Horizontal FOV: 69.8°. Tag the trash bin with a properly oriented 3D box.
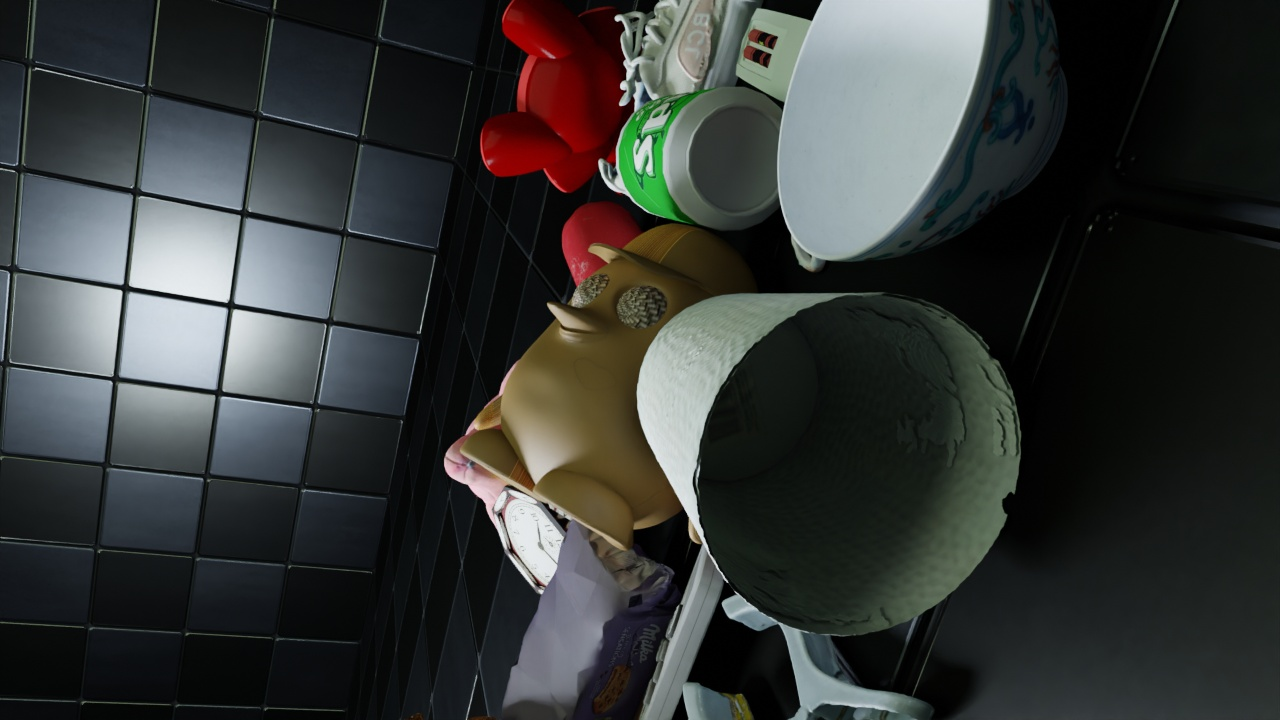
[{"bbox_3d":[0.066,0.028,0.420,0.161,0.133,0.133,-145,66,-74],"label":"trash bin"}]

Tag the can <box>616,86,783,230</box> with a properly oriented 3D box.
[{"bbox_3d":[0.040,-0.136,0.618,0.140,0.087,0.088,-143,64,-69],"label":"can"}]

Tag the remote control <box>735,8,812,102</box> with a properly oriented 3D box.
[{"bbox_3d":[0.095,-0.193,0.586,0.143,0.024,0.050,-119,42,-60],"label":"remote control"}]

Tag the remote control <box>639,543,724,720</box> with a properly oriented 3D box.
[{"bbox_3d":[0.024,0.179,0.576,0.074,0.019,0.151,-60,-12,-67],"label":"remote control"}]

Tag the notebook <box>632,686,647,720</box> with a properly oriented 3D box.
[{"bbox_3d":[-0.058,0.315,0.723,0.141,0.008,0.209,28,109,47],"label":"notebook"}]

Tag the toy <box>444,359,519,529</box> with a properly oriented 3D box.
[{"bbox_3d":[-0.140,0.092,0.956,0.236,0.097,0.192,-5,-81,-80],"label":"toy"}]

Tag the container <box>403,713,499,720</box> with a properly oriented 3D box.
[{"bbox_3d":[-0.145,0.393,0.670,0.184,0.161,0.250,-42,75,47],"label":"container"}]

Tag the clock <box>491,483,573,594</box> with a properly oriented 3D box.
[{"bbox_3d":[-0.050,0.134,0.744,0.155,0.064,0.114,-21,98,52],"label":"clock"}]

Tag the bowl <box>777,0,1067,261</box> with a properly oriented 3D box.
[{"bbox_3d":[0.125,-0.106,0.384,0.144,0.074,0.144,-171,91,-71],"label":"bowl"}]

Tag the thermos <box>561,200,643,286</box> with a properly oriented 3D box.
[{"bbox_3d":[-0.012,-0.058,0.753,0.239,0.073,0.073,-115,39,-57],"label":"thermos"}]

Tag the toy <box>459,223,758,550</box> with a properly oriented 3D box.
[{"bbox_3d":[-0.003,0.003,0.575,0.199,0.162,0.203,21,76,39],"label":"toy"}]

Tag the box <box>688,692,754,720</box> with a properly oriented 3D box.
[{"bbox_3d":[0.023,0.290,0.554,0.064,0.033,0.210,-110,35,-59],"label":"box"}]

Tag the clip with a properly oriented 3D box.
[{"bbox_3d":[0.083,0.145,0.448,0.127,0.028,0.167,-66,21,-10],"label":"clip"}]

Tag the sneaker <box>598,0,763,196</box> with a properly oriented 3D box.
[{"bbox_3d":[0.027,-0.239,0.703,0.089,0.090,0.242,-136,58,-68],"label":"sneaker"}]

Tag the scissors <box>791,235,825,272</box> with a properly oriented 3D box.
[{"bbox_3d":[0.101,-0.111,0.531,0.097,0.012,0.133,123,142,-53],"label":"scissors"}]

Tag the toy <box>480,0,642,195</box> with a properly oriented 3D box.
[{"bbox_3d":[-0.048,-0.229,0.814,0.196,0.121,0.158,-15,-60,-64],"label":"toy"}]

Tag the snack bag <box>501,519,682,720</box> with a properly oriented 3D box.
[{"bbox_3d":[-0.041,0.210,0.656,0.096,0.058,0.206,40,118,44],"label":"snack bag"}]
